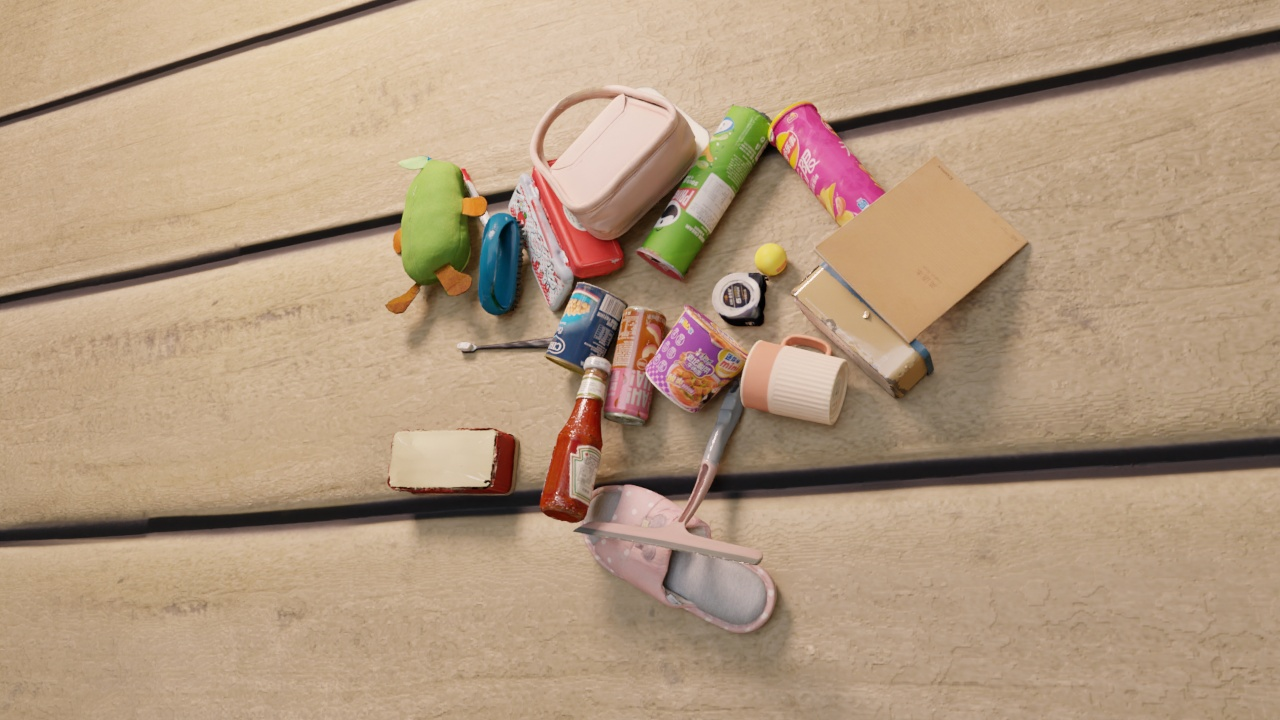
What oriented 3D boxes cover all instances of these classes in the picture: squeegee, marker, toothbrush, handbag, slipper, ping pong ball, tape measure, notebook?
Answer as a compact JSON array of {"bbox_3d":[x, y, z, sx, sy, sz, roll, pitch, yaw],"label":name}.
[{"bbox_3d":[0.078,0.125,1.085,0.248,0.040,0.248,2,51,37],"label":"squeegee"},{"bbox_3d":[-0.244,-0.233,1.377,0.017,0.017,0.145,-34,64,10],"label":"marker"},{"bbox_3d":[-0.177,-0.023,1.283,0.181,0.018,0.015,-3,70,21],"label":"toothbrush"},{"bbox_3d":[-0.058,-0.291,1.239,0.193,0.093,0.234,-47,57,-1],"label":"handbag"},{"bbox_3d":[0.034,0.231,1.089,0.274,0.054,0.114,26,86,28],"label":"slipper"},{"bbox_3d":[0.164,-0.127,1.154,0.040,0.040,0.040,-7,71,21],"label":"ping pong ball"},{"bbox_3d":[0.125,-0.077,1.160,0.066,0.033,0.065,3,73,22],"label":"tape measure"},{"bbox_3d":[0.320,-0.130,1.040,0.211,0.012,0.149,-37,74,-20],"label":"notebook"}]

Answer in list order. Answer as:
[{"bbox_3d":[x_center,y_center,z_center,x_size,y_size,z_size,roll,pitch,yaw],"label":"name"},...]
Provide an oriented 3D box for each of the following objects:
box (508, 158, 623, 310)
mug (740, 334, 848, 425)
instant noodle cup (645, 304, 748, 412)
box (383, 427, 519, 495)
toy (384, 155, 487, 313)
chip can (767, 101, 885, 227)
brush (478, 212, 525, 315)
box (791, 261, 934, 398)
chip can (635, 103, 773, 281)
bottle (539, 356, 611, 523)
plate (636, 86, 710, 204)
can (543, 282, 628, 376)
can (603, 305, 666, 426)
[{"bbox_3d":[-0.111,-0.179,1.291,0.118,0.098,0.201,-16,63,-16],"label":"box"},{"bbox_3d":[0.188,0.016,1.084,0.106,0.082,0.114,13,50,24],"label":"mug"},{"bbox_3d":[0.066,0.002,1.122,0.099,0.111,0.111,-49,62,10],"label":"instant noodle cup"},{"bbox_3d":[-0.257,0.133,1.233,0.168,0.076,0.091,-3,73,22],"label":"box"},{"bbox_3d":[-0.301,-0.190,1.346,0.228,0.090,0.246,-13,68,35],"label":"toy"},{"bbox_3d":[0.243,-0.226,1.134,0.071,0.071,0.210,-36,63,9],"label":"chip can"},{"bbox_3d":[-0.199,-0.134,1.277,0.055,0.073,0.144,7,96,15],"label":"brush"},{"bbox_3d":[0.259,-0.031,1.057,0.060,0.089,0.184,-46,65,3],"label":"box"},{"bbox_3d":[0.088,-0.220,1.200,0.072,0.072,0.236,32,87,28],"label":"chip can"},{"bbox_3d":[-0.073,0.093,1.119,0.060,0.060,0.205,1,63,23],"label":"bottle"},{"bbox_3d":[0.002,-0.285,1.273,0.163,0.034,0.164,-45,65,1],"label":"plate"},{"bbox_3d":[-0.070,-0.040,1.208,0.075,0.075,0.111,20,82,27],"label":"can"},{"bbox_3d":[-0.007,0.007,1.176,0.058,0.058,0.147,5,76,24],"label":"can"}]
